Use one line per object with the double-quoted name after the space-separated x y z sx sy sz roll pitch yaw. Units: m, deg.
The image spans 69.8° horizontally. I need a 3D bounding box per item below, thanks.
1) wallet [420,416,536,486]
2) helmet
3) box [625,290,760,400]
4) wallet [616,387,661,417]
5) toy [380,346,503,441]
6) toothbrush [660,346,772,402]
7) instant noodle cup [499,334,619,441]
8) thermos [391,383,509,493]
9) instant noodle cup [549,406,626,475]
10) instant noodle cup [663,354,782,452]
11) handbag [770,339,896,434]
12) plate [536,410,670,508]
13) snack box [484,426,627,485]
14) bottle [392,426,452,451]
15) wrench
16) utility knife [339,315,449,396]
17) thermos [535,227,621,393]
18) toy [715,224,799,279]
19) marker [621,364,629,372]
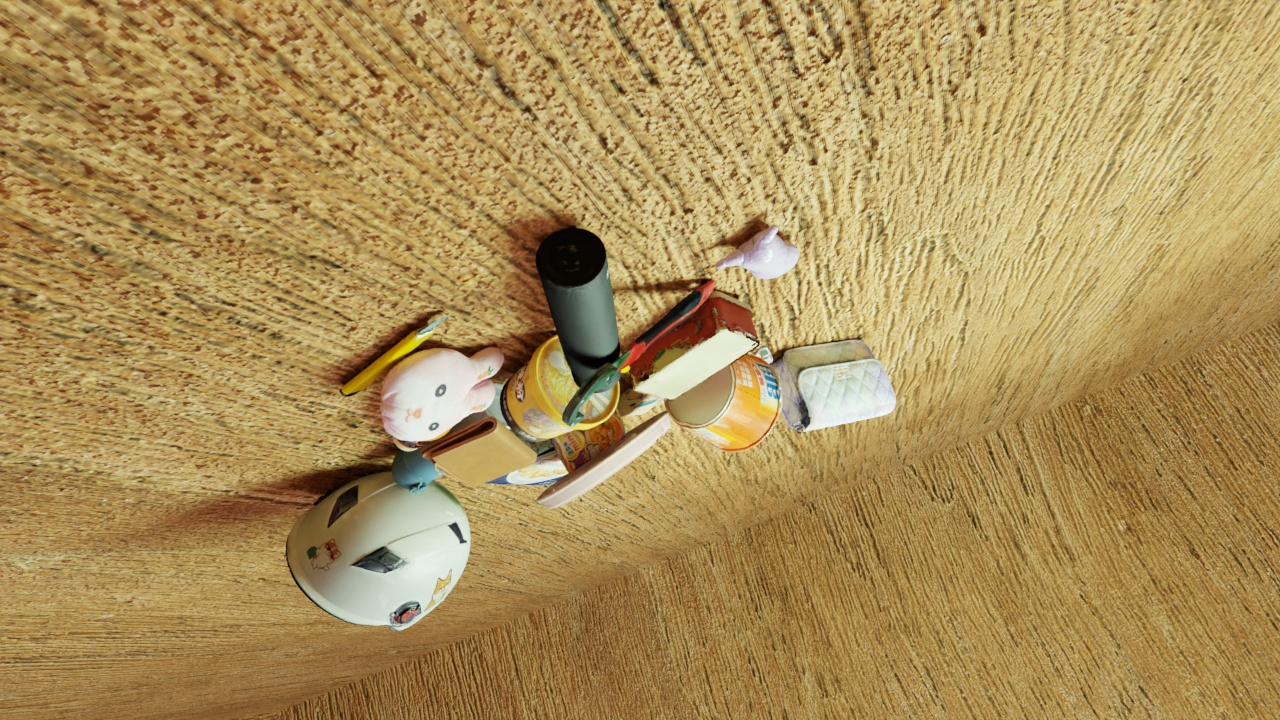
-0.203 0.120 1.162 0.108 0.031 0.132 -24 151 6 "wallet"
-0.346 0.247 1.305 0.157 0.230 0.273 -47 158 16 "helmet"
0.066 -0.009 1.185 0.091 0.075 0.169 18 138 -43 "box"
0.001 0.054 1.391 0.087 0.024 0.115 -13 161 -34 "wallet"
-0.222 0.033 1.043 0.159 0.054 0.121 -18 137 -42 "toy"
0.114 0.026 1.428 0.189 0.029 0.021 -24 -163 15 "toothbrush"
-0.105 0.040 1.126 0.118 0.118 0.115 -3 162 -39 "instant noodle cup"
-0.251 0.108 1.222 0.221 0.070 0.070 -34 156 32 "thermos"
-0.081 0.092 1.299 0.099 0.111 0.112 -25 162 -12 "instant noodle cup"
0.111 0.049 1.313 0.152 0.151 0.111 -30 150 27 "instant noodle cup"
0.306 0.039 1.475 0.193 0.134 0.076 -10 158 -29 "handbag"
-0.049 0.146 1.327 0.229 0.028 0.229 -33 180 0 "plate"
-0.138 0.146 1.461 0.183 0.045 0.177 -28 159 24 "snack box"
-0.278 0.080 1.145 0.066 0.066 0.150 -8 164 -30 "bottle"
0.005 -0.017 1.035 0.272 0.016 0.056 -43 161 -34 "wrench"
-0.268 -0.005 0.988 0.181 0.015 0.033 -33 178 29 "utility knife"
-0.064 -0.051 0.974 0.068 0.090 0.243 -22 155 -8 "thermos"
0.142 -0.117 1.048 0.084 0.039 0.108 -30 160 25 "toy"
-0.008 0.007 1.272 0.123 0.015 0.018 -4 156 -45 "marker"
